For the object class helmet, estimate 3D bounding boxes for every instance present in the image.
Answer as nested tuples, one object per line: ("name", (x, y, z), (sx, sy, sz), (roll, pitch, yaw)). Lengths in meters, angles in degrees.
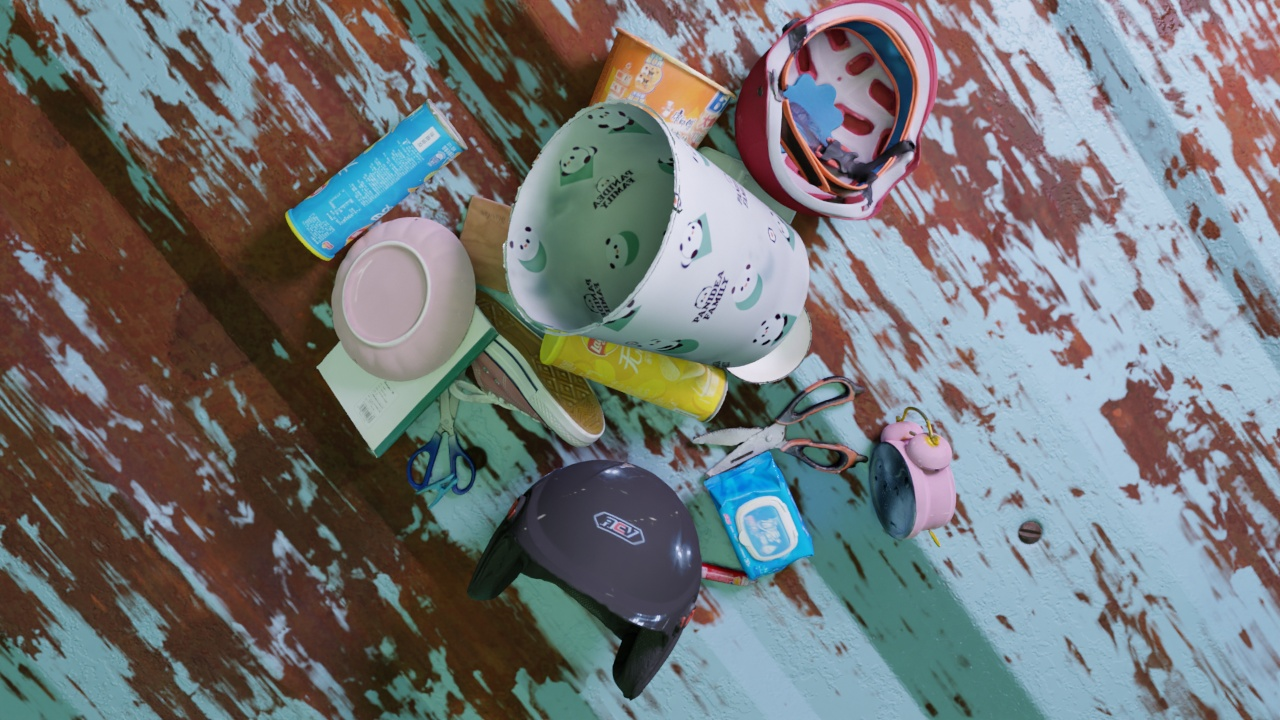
("helmet", (0.201, -0.272, 1.009), (0.207, 0.144, 0.239), (41, 77, -20))
("helmet", (-0.044, 0.221, 1.026), (0.233, 0.275, 0.229), (30, 70, 2))

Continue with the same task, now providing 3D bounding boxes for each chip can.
("chip can", (-0.006, 0.006, 1.060), (0.213, 0.072, 0.072), (22, 98, -18))
("chip can", (-0.300, -0.205, 1.047), (0.210, 0.071, 0.071), (-37, 98, 4))

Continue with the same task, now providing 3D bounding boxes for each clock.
("clock", (0.324, 0.133, 1.091), (0.059, 0.117, 0.158), (-6, 102, -10))

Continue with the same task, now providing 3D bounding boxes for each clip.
("clip", (-0.246, 0.158, 1.124), (0.055, 0.013, 0.037), (-34, 102, 9))

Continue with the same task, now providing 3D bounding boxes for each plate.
("plate", (-0.279, -0.073, 1.043), (0.193, 0.039, 0.192), (-3, 83, 22))

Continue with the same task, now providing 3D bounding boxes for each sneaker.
("sneaker", (-0.144, 0.022, 1.069), (0.241, 0.118, 0.088), (43, 117, 12))

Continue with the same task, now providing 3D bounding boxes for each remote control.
("remote control", (0.121, -0.203, 1.079), (0.136, 0.020, 0.056), (21, 99, -5))

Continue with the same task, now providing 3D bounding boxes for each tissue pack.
("tissue pack", (0.147, 0.193, 1.120), (0.095, 0.052, 0.157), (-23, 108, 5))

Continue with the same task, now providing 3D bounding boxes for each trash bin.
("trash bin", (0.030, -0.107, 0.939), (0.251, 0.230, 0.230), (18, 101, -45))

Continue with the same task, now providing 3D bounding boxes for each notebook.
("notebook", (-0.274, -0.011, 1.062), (0.209, 0.012, 0.150), (-44, 68, 12))

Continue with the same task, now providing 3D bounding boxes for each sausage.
("sausage", (0.072, 0.263, 1.155), (0.156, 0.020, 0.020), (14, 99, -3))

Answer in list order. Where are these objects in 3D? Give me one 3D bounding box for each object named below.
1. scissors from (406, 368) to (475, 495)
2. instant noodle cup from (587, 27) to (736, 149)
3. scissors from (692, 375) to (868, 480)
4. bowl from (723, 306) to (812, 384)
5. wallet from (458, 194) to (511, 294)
("scissors", (-0.247, 0.086, 1.125), (0.144, 0.012, 0.170), (-24, 99, 3))
("instant noodle cup", (0.013, -0.278, 1.008), (0.151, 0.151, 0.111), (29, 105, -5))
("scissors", (0.182, 0.092, 1.130), (0.224, 0.015, 0.189), (24, 98, -5))
("bowl", (0.138, -0.035, 1.084), (0.116, 0.066, 0.116), (0, 99, -2))
("wallet", (-0.160, -0.132, 1.088), (0.115, 0.020, 0.101), (17, 97, -1))
